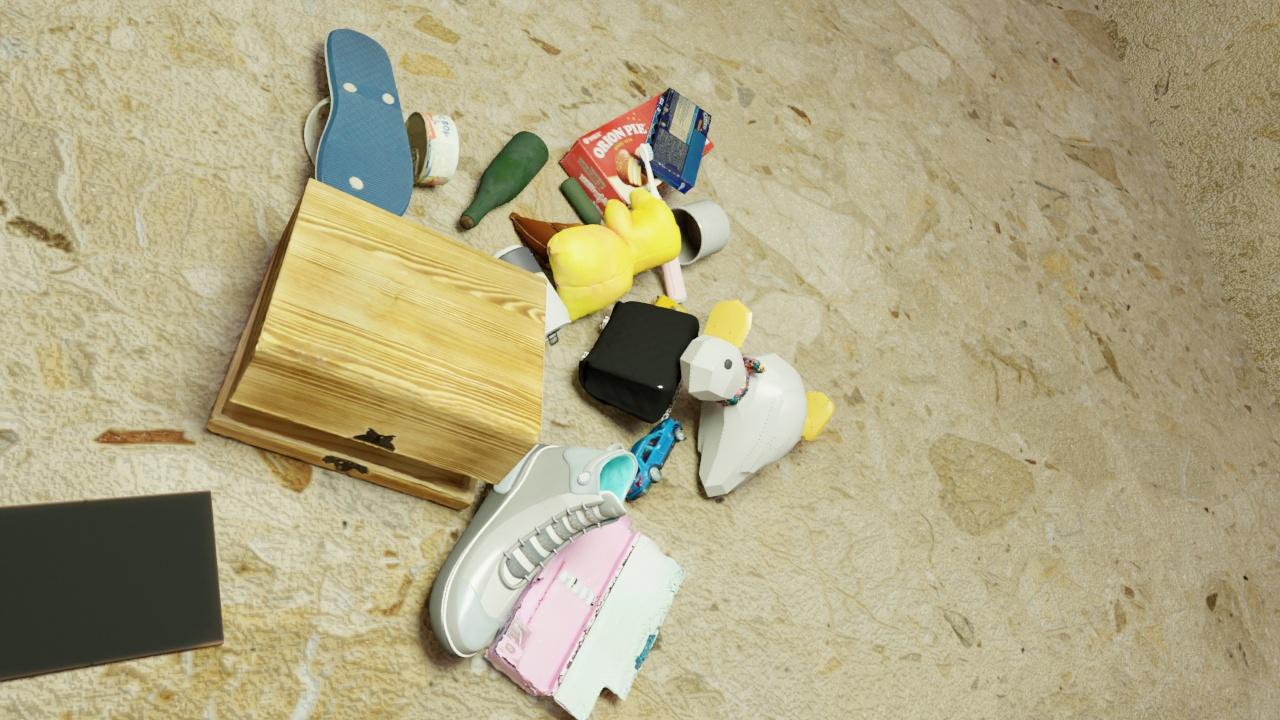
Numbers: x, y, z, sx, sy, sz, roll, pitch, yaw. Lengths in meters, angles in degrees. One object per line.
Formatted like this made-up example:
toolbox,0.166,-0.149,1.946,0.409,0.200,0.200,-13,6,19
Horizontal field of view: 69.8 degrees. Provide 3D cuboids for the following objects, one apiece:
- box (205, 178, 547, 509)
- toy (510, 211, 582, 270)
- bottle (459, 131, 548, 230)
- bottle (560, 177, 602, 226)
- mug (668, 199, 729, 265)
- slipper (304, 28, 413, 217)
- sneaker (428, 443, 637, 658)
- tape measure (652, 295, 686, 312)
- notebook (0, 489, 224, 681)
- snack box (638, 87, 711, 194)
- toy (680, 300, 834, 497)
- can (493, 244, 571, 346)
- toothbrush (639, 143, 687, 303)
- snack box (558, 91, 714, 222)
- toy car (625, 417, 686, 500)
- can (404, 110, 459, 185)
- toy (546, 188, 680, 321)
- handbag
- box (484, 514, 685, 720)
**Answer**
box,-0.258,-0.016,0.952,0.279,0.177,0.246,21,46,-25
toy,-0.116,-0.170,1.200,0.103,0.071,0.090,38,33,16
bottle,-0.179,-0.224,1.170,0.055,0.055,0.173,40,51,-12
bottle,-0.071,-0.203,1.253,0.025,0.025,0.106,-34,88,-41
mug,0.066,-0.192,1.316,0.113,0.084,0.070,36,39,28
slipper,-0.332,-0.263,1.081,0.118,0.060,0.294,9,59,-36
sneaker,-0.098,0.187,0.935,0.093,0.161,0.255,58,40,-32
tape measure,0.037,-0.054,1.250,0.068,0.030,0.058,42,48,-9
notebook,-0.472,0.187,0.777,0.208,0.008,0.141,0,67,-35
snack box,0.053,-0.316,1.317,0.082,0.027,0.149,31,55,-22
toy,0.130,0.056,1.163,0.267,0.141,0.247,11,99,-51
can,-0.135,-0.074,1.115,0.064,0.064,0.127,-29,85,-41
toothbrush,0.029,-0.187,1.260,0.026,0.027,0.222,-23,104,-46
snack box,-0.001,-0.300,1.330,0.113,0.060,0.235,52,48,-4
toy car,0.012,0.117,1.126,0.043,0.056,0.119,42,51,-9
can,-0.256,-0.255,1.110,0.043,0.086,0.086,-3,68,-37
toy,-0.030,-0.128,1.171,0.193,0.135,0.087,-32,45,-32
handbag,-0.007,0.007,1.155,0.125,0.115,0.153,21,46,6
box,-0.052,0.273,1.012,0.159,0.035,0.229,42,49,-11
